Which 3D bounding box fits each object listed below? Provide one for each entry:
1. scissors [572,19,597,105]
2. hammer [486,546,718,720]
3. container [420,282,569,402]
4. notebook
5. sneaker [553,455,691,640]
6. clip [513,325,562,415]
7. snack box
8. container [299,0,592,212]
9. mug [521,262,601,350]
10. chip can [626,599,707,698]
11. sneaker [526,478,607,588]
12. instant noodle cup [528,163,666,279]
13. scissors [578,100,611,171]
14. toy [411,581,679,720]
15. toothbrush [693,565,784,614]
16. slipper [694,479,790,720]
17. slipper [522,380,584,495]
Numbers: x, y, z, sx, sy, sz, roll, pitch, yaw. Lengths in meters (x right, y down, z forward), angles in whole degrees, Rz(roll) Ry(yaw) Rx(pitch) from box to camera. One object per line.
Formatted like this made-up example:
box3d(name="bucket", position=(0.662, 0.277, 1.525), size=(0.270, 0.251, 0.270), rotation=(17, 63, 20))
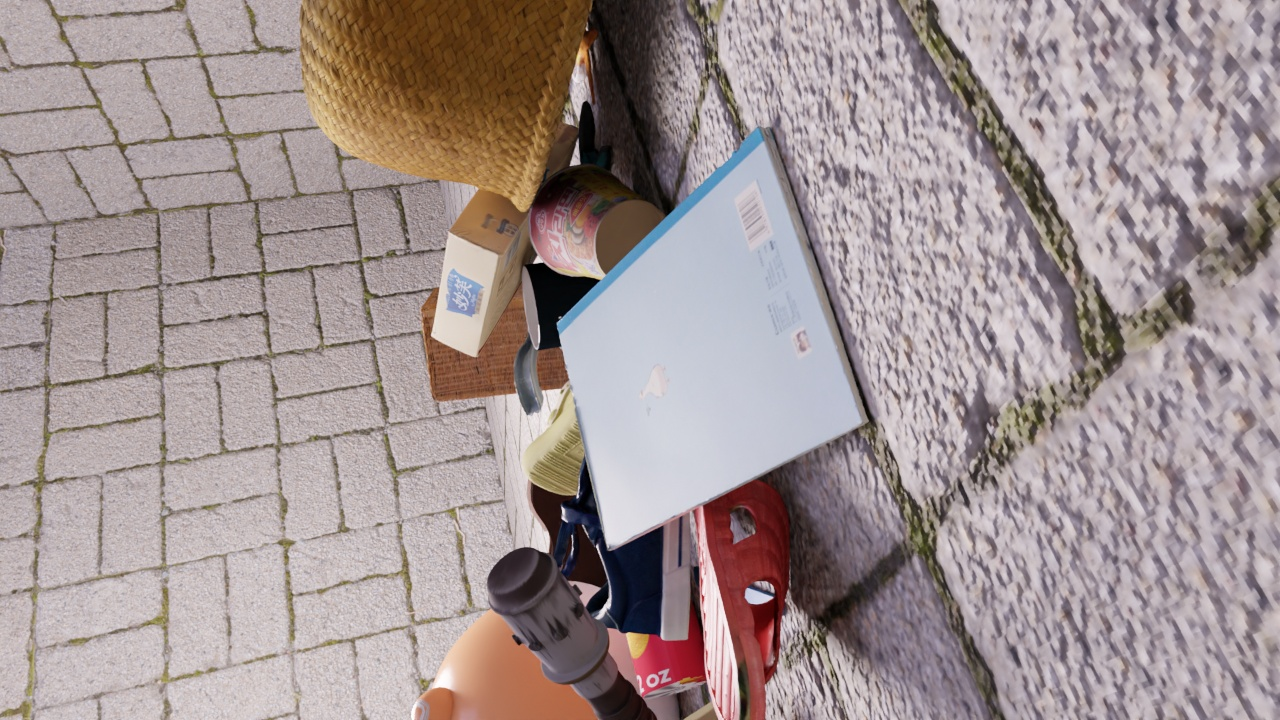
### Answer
box3d(name="scissors", position=(-0.056, -0.307, 0.892), size=(0.131, 0.011, 0.125), rotation=(155, 107, -77))
box3d(name="hammer", position=(0.009, 0.229, 0.533), size=(0.325, 0.100, 0.190), rotation=(59, 177, -27))
box3d(name="container", position=(-0.154, -0.032, 1.081), size=(0.112, 0.198, 0.114), rotation=(-102, 6, -68))
box3d(name="notebook", position=(0.025, 0.000, 0.578), size=(0.254, 0.009, 0.181), rotation=(-37, 60, 48))
box3d(name="sneaker", position=(-0.020, 0.094, 0.725), size=(0.120, 0.127, 0.295), rotation=(-81, -7, -68))
box3d(name="clip", position=(-0.096, 0.006, 0.961), size=(0.169, 0.031, 0.164), rotation=(56, -149, -12))
box3d(name="snack box", position=(-0.133, -0.128, 0.911), size=(0.154, 0.055, 0.206), rotation=(114, 179, -50))
box3d(name="container", position=(-0.148, -0.287, 0.736), size=(0.307, 0.196, 0.307), rotation=(-170, 91, -79))
box3d(name="mug", position=(-0.068, -0.060, 0.927), size=(0.122, 0.094, 0.085), rotation=(-170, 71, -76))
box3d(name="chip can", position=(0.005, 0.195, 0.858), size=(0.069, 0.069, 0.220), rotation=(105, 151, -60))
box3d(name="sneaker", position=(-0.072, 0.185, 1.119), size=(0.116, 0.112, 0.294), rotation=(-95, 2, -63))
box3d(name="instant noodle cup", position=(-0.030, -0.108, 0.763), size=(0.112, 0.100, 0.100), rotation=(-144, 46, -61))
box3d(name="scissors", position=(-0.047, -0.191, 0.916), size=(0.119, 0.019, 0.151), rotation=(-131, 30, -59))
box3d(name="toy", position=(-0.101, 0.376, 0.977), size=(0.266, 0.280, 0.263), rotation=(12, 112, 54))
box3d(name="toothbrush", position=(0.074, 0.174, 0.697), size=(0.167, 0.014, 0.016), rotation=(164, 98, -72))
box3d(name="slipper", position=(0.067, 0.126, 0.593), size=(0.248, 0.059, 0.104), rotation=(-92, 1, -62))
box3d(name="slipper", position=(-0.036, 0.054, 0.832), size=(0.191, 0.091, 0.081), rotation=(-44, 26, 38))
